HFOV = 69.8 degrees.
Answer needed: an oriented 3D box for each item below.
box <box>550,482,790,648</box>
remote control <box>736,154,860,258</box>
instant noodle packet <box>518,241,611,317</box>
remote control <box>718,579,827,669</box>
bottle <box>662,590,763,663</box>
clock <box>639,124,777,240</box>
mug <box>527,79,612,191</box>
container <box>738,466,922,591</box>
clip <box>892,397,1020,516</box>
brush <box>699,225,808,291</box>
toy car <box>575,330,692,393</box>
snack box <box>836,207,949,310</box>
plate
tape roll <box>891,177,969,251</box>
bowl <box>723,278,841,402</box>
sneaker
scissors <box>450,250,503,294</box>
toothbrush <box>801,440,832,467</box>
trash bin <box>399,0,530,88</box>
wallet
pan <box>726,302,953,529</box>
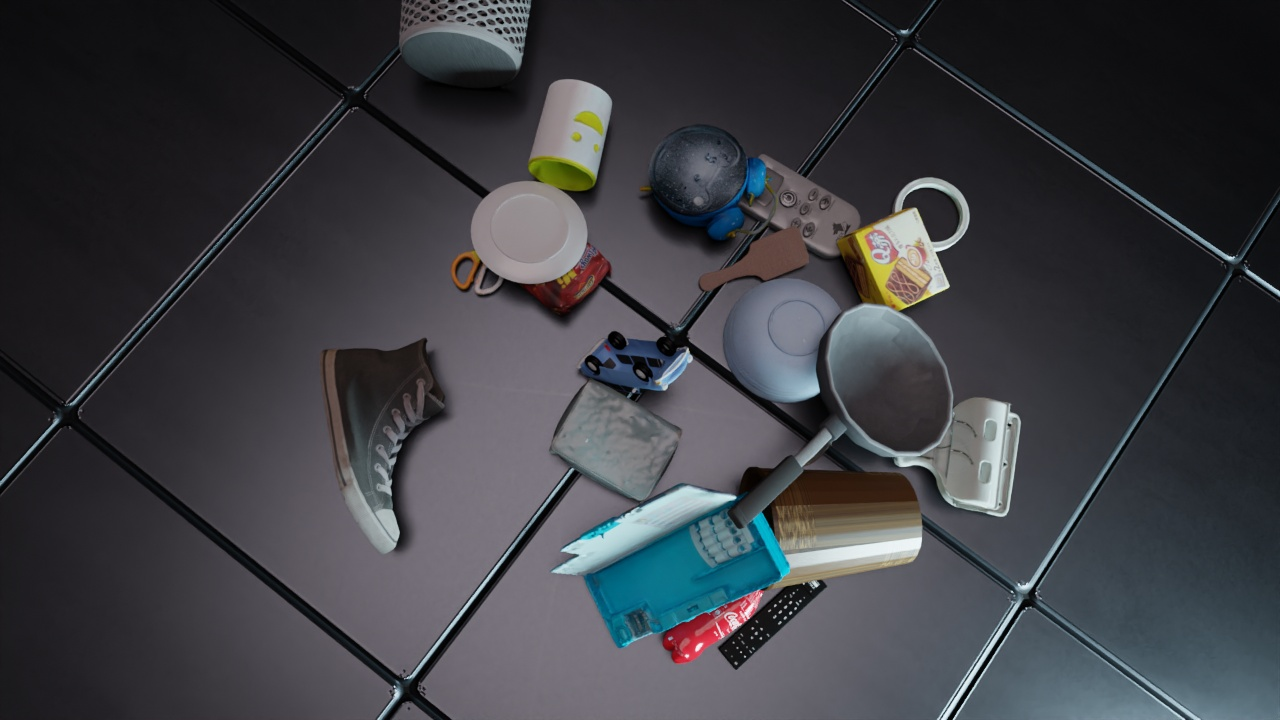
[{"bbox_3d":[0.019,0.200,0.951,0.228,0.084,0.171,-33,112,31],"label":"box"},{"bbox_3d":[0.194,-0.187,1.124,0.151,0.019,0.074,31,79,4],"label":"remote control"},{"bbox_3d":[-0.109,-0.122,1.084,0.135,0.040,0.098,40,66,6],"label":"instant noodle packet"},{"bbox_3d":[0.149,0.289,1.032,0.140,0.009,0.030,-39,83,-9],"label":"remote control"},{"bbox_3d":[0.088,0.282,1.015,0.141,0.042,0.042,-34,82,-9],"label":"bottle"},{"bbox_3d":[0.085,-0.207,1.093,0.161,0.060,0.116,32,81,13],"label":"clock"},{"bbox_3d":[-0.083,-0.268,1.097,0.082,0.083,0.106,12,77,0],"label":"mug"},{"bbox_3d":[0.206,0.177,1.001,0.167,0.132,0.132,-2,79,-10],"label":"container"},{"bbox_3d":[0.368,0.102,1.046,0.151,0.105,0.126,15,76,-10],"label":"clip"},{"bbox_3d":[0.134,-0.116,1.109,0.135,0.015,0.050,-22,100,0],"label":"brush"},{"bbox_3d":[-0.006,0.006,1.024,0.056,0.154,0.055,-47,123,-27],"label":"toy car"},{"bbox_3d":[0.297,-0.115,1.084,0.083,0.061,0.106,-25,92,-8],"label":"snack box"},{"bbox_3d":[-0.128,-0.152,1.064,0.134,0.011,0.134,3,69,-7],"label":"plate"},{"bbox_3d":[0.358,-0.180,1.133,0.093,0.013,0.093,0,79,-2],"label":"tape roll"},{"bbox_3d":[0.175,-0.030,1.064,0.150,0.075,0.150,0,79,-2],"label":"bowl"},{"bbox_3d":[-0.273,0.090,1.016,0.120,0.095,0.234,-12,72,-5],"label":"sneaker"},{"bbox_3d":[-0.179,-0.138,1.102,0.065,0.013,0.128,23,77,-2],"label":"scissors"},{"bbox_3d":[0.209,0.097,1.069,0.185,0.022,0.024,-46,48,-8],"label":"toothbrush"},{"bbox_3d":[-0.205,-0.439,1.090,0.156,0.156,0.183,5,81,-2],"label":"trash bin"},{"bbox_3d":[-0.028,0.091,1.044,0.131,0.054,0.100,31,88,2],"label":"wallet"},{"bbox_3d":[0.205,0.067,0.967,0.356,0.041,0.178,-35,89,-35],"label":"pan"}]
